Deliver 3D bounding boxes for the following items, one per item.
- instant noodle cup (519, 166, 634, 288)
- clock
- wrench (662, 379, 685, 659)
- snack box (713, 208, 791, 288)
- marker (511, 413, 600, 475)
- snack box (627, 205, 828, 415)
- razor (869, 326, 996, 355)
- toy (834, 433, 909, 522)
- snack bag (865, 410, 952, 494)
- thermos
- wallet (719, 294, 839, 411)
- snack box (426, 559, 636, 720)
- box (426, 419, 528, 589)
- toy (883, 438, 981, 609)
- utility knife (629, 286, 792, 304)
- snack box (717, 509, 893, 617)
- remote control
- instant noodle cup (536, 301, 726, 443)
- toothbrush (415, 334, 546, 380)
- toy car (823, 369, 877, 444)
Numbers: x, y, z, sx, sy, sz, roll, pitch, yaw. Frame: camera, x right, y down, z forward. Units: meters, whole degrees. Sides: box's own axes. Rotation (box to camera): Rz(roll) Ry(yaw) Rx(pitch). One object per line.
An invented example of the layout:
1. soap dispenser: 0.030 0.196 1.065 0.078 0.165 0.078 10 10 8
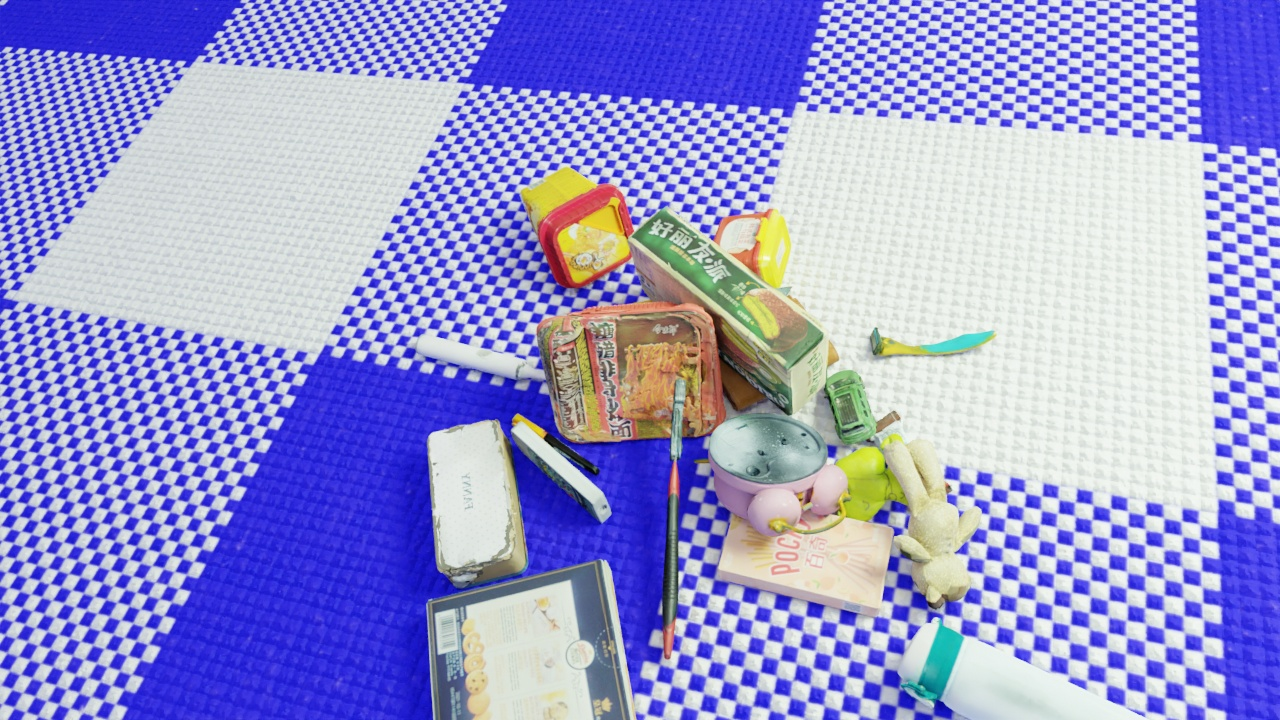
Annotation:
1. instant noodle cup: -0.083 -0.171 1.136 0.116 0.116 0.123 -31 46 -12
2. clock: 0.136 0.117 0.905 0.117 0.060 0.158 -18 35 -27
3. wrench: 0.033 0.152 0.907 0.016 0.056 0.273 3 74 1
4. snack box: 0.128 -0.128 1.084 0.080 0.082 0.091 5 56 25
5. marker: -0.094 0.094 1.013 0.124 0.018 0.015 30 66 25
6. snack box: 0.092 -0.054 0.979 0.063 0.114 0.240 -42 63 -12
7. razor: 0.321 -0.020 1.008 0.133 0.028 0.043 -4 25 10
8. toy: 0.234 0.118 0.920 0.100 0.031 0.096 3 73 31
9. snack bag: 0.270 0.103 0.937 0.048 0.026 0.104 -34 56 6
10. thermos: 0.333 0.297 0.776 0.224 0.073 0.073 22 63 23
11. wallet: 0.139 -0.012 1.033 0.131 0.031 0.107 -26 58 -9
12. snack box: -0.104 0.296 0.866 0.182 0.046 0.177 -13 56 1
13. box: -0.175 0.143 0.972 0.090 0.060 0.184 -12 54 1
14. toy: 0.267 0.149 0.860 0.105 0.066 0.157 -10 83 -33
15. utility knife: 0.069 -0.067 1.070 0.217 0.015 0.033 -8 51 17
16. snack box: 0.162 0.190 0.900 0.157 0.026 0.084 10 59 16
17. remote control: -0.086 0.118 0.973 0.135 0.056 0.019 37 70 27
18. instant noodle cup: -0.006 0.006 0.984 0.189 0.165 0.079 -3 33 8
19. toothbrush: -0.164 0.005 1.078 0.221 0.026 0.026 14 54 18
20. toy car: 0.220 0.046 0.968 0.043 0.036 0.091 -24 40 17
